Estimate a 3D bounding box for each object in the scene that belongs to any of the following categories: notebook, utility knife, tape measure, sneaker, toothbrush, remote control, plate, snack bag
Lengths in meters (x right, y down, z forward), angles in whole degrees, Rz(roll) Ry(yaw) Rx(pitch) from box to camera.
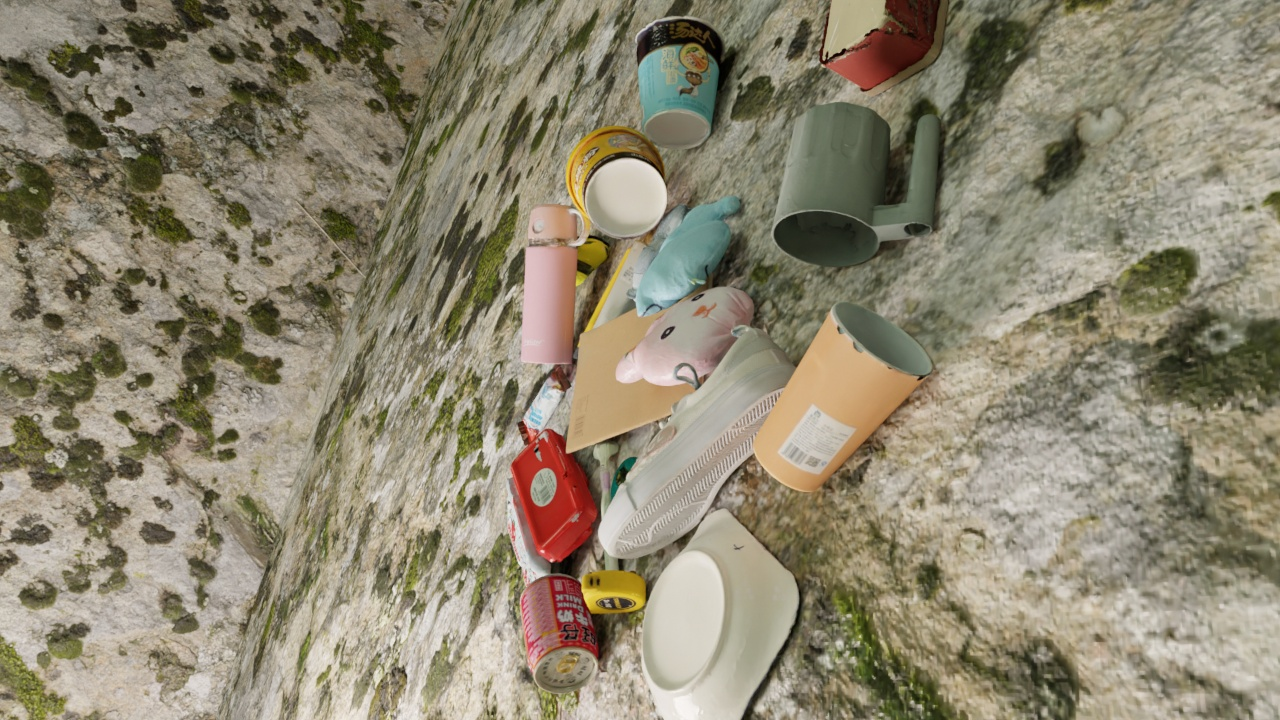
[{"bbox_3d":[-0.006,0.006,0.966,0.212,0.012,0.149,-24,49,45],"label":"notebook"},{"bbox_3d":[-0.043,-0.068,1.117,0.154,0.015,0.033,-62,6,12],"label":"utility knife"},{"bbox_3d":[-0.024,0.204,0.820,0.060,0.057,0.028,78,-169,-56],"label":"tape measure"},{"bbox_3d":[0.036,0.069,0.771,0.243,0.089,0.090,-49,46,26],"label":"sneaker"},{"bbox_3d":[-0.030,0.159,0.915,0.029,0.020,0.189,-20,46,15],"label":"toothbrush"},{"bbox_3d":[-0.019,-0.074,1.075,0.135,0.019,0.056,-64,26,7],"label":"remote control"},{"bbox_3d":[0.045,0.206,0.715,0.164,0.034,0.164,-64,26,6],"label":"plate"},{"bbox_3d":[-0.009,0.122,0.895,0.058,0.025,0.054,-66,27,1],"label":"tape measure"},{"bbox_3d":[-0.123,0.057,1.165,0.104,0.026,0.048,-56,41,24],"label":"snack bag"}]

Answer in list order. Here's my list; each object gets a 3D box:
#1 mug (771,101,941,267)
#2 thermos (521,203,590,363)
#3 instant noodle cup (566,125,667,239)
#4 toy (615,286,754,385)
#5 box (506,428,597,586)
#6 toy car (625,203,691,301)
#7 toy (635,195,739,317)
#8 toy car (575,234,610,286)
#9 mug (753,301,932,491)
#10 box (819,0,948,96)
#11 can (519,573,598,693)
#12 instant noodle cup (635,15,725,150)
[{"bbox_3d":[0.170,-0.139,0.714,0.124,0.083,0.103,-2,64,33],"label":"mug"},{"bbox_3d":[-0.105,-0.094,1.149,0.087,0.067,0.198,6,93,32],"label":"thermos"},{"bbox_3d":[-0.023,-0.200,1.056,0.119,0.118,0.114,-58,20,18],"label":"instant noodle cup"},{"bbox_3d":[0.036,-0.018,0.853,0.160,0.054,0.121,-16,28,54],"label":"toy"},{"bbox_3d":[-0.111,0.176,1.017,0.160,0.065,0.201,-65,24,14],"label":"box"},{"bbox_3d":[0.023,-0.117,1.014,0.120,0.036,0.054,-64,24,-2],"label":"toy car"},{"bbox_3d":[0.048,-0.105,0.911,0.161,0.050,0.156,-46,16,-2],"label":"toy"},{"bbox_3d":[-0.080,-0.127,1.203,0.105,0.048,0.032,-38,39,46],"label":"toy car"},{"bbox_3d":[0.135,0.030,0.642,0.123,0.078,0.078,-59,26,28],"label":"mug"},{"bbox_3d":[0.206,-0.324,0.776,0.091,0.077,0.168,-19,54,58],"label":"box"},{"bbox_3d":[-0.077,0.258,0.868,0.067,0.066,0.093,-57,27,21],"label":"can"},{"bbox_3d":[0.045,-0.314,1.063,0.111,0.111,0.120,-29,53,52],"label":"instant noodle cup"}]
